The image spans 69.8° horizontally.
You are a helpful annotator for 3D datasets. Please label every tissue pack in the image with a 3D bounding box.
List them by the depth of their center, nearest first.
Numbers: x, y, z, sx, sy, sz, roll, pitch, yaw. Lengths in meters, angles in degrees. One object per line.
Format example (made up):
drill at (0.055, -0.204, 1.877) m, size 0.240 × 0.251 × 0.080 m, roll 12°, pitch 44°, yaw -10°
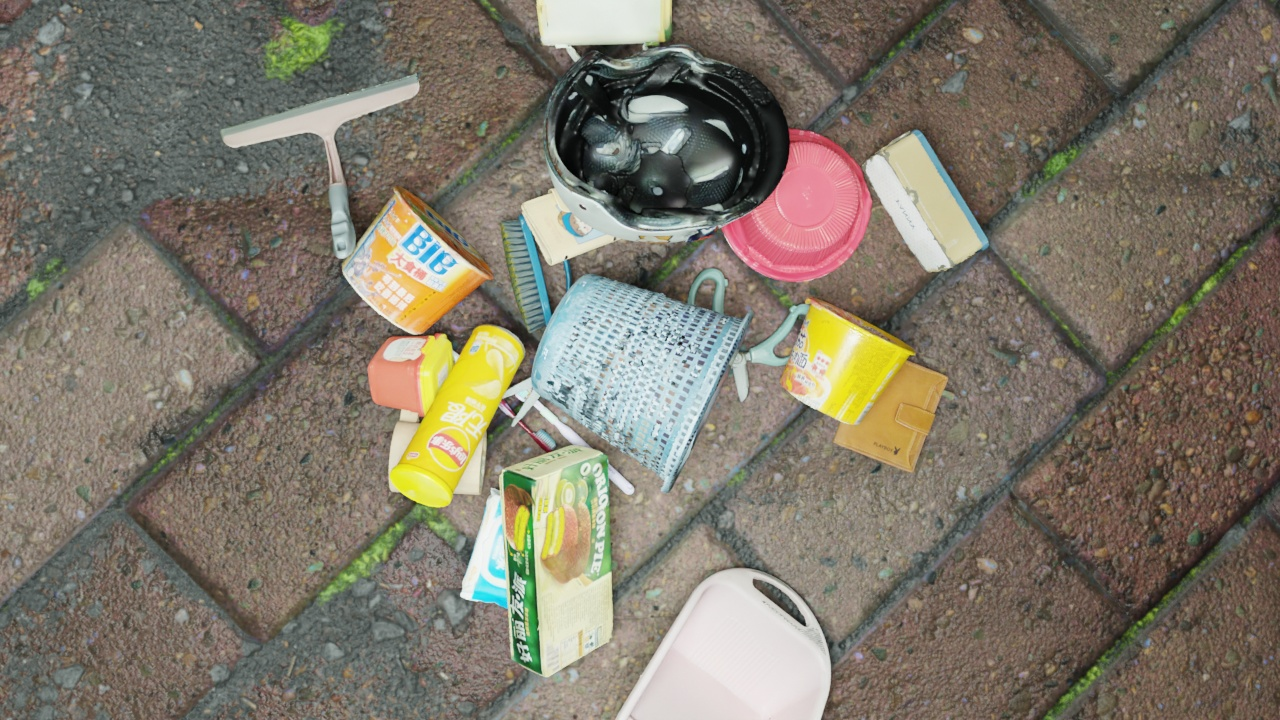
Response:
tissue pack at (-0.154, 0.227, 1.097) m, size 0.090 × 0.063 × 0.140 m, roll 16°, pitch 88°, yaw -5°

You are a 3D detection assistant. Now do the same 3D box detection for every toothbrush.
toothbrush at (-0.173, 0.045, 1.123) m, size 0.187 × 0.016 × 0.017 m, roll 44°, pitch 58°, yaw -1°
toothbrush at (-0.077, 0.097, 1.125) m, size 0.189 × 0.021 × 0.029 m, roll 43°, pitch 61°, yaw -2°

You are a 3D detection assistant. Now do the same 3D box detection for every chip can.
chip can at (-0.201, 0.059, 1.035) m, size 0.072 × 0.072 × 0.212 m, roll 26°, pitch 54°, yaw -3°

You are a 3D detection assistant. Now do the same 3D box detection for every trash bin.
trash bin at (-0.006, 0.006, 1.034) m, size 0.195 × 0.226 × 0.226 m, roll 26°, pitch 88°, yaw 7°

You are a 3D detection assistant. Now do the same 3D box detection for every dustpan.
dustpan at (0.114, 0.369, 1.045) m, size 0.222 × 0.272 × 0.139 m, roll 38°, pitch 112°, yaw -5°

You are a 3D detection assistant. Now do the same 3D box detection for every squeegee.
squeegee at (-0.357, -0.207, 1.071) m, size 0.247 × 0.040 × 0.249 m, roll -16°, pitch 59°, yaw -4°

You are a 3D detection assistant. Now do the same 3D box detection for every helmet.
helmet at (0.018, -0.231, 1.066) m, size 0.273 × 0.157 × 0.230 m, roll -4°, pitch 76°, yaw -14°

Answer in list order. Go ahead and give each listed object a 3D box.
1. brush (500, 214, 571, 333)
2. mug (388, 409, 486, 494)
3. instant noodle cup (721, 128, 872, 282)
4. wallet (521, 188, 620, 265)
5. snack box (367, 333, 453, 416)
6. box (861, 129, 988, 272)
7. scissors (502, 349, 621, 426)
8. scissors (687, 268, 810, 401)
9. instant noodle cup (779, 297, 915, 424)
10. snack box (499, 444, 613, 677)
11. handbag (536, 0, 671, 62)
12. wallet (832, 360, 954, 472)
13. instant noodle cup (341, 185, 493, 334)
brush at (-0.121, -0.108, 1.105) m, size 0.073 × 0.055 × 0.144 m, roll -15°, pitch 87°, yaw -5°
mug at (-0.237, 0.099, 1.093) m, size 0.103 × 0.084 × 0.124 m, roll 5°, pitch 63°, yaw -5°
instant noodle cup at (0.195, -0.196, 1.123) m, size 0.194 × 0.066 × 0.194 m, roll 0°, pitch 88°, yaw -4°
wallet at (-0.082, -0.170, 1.104) m, size 0.115 × 0.024 × 0.087 m, roll -26°, pitch 88°, yaw -32°
snack box at (-0.269, 0.012, 1.076) m, size 0.080 × 0.091 × 0.082 m, roll 6°, pitch 121°, yaw 6°
box at (0.349, -0.186, 1.121) m, size 0.059 × 0.090 × 0.184 m, roll -34°, pitch 94°, yaw -5°
scissors at (-0.103, 0.003, 1.117) m, size 0.165 × 0.012 × 0.157 m, roll -3°, pitch 84°, yaw -12°
scissors at (0.125, -0.047, 1.141) m, size 0.170 × 0.019 × 0.180 m, roll -36°, pitch 93°, yaw -2°
instant noodle cup at (0.238, 0.004, 1.090) m, size 0.138 × 0.138 × 0.110 m, roll 26°, pitch 103°, yaw -3°
snack box at (-0.093, 0.226, 1.047) m, size 0.114 × 0.063 × 0.240 m, roll -17°, pitch 110°, yaw -46°
handbag at (-0.044, -0.417, 1.121) m, size 0.163 × 0.063 × 0.179 m, roll -3°, pitch 104°, yaw -3°
wallet at (0.318, 0.063, 1.146) m, size 0.119 × 0.035 × 0.130 m, roll 21°, pitch 88°, yaw 4°
instant noodle cup at (-0.261, -0.109, 1.059) m, size 0.151 × 0.151 × 0.111 m, roll 45°, pitch 95°, yaw -2°
